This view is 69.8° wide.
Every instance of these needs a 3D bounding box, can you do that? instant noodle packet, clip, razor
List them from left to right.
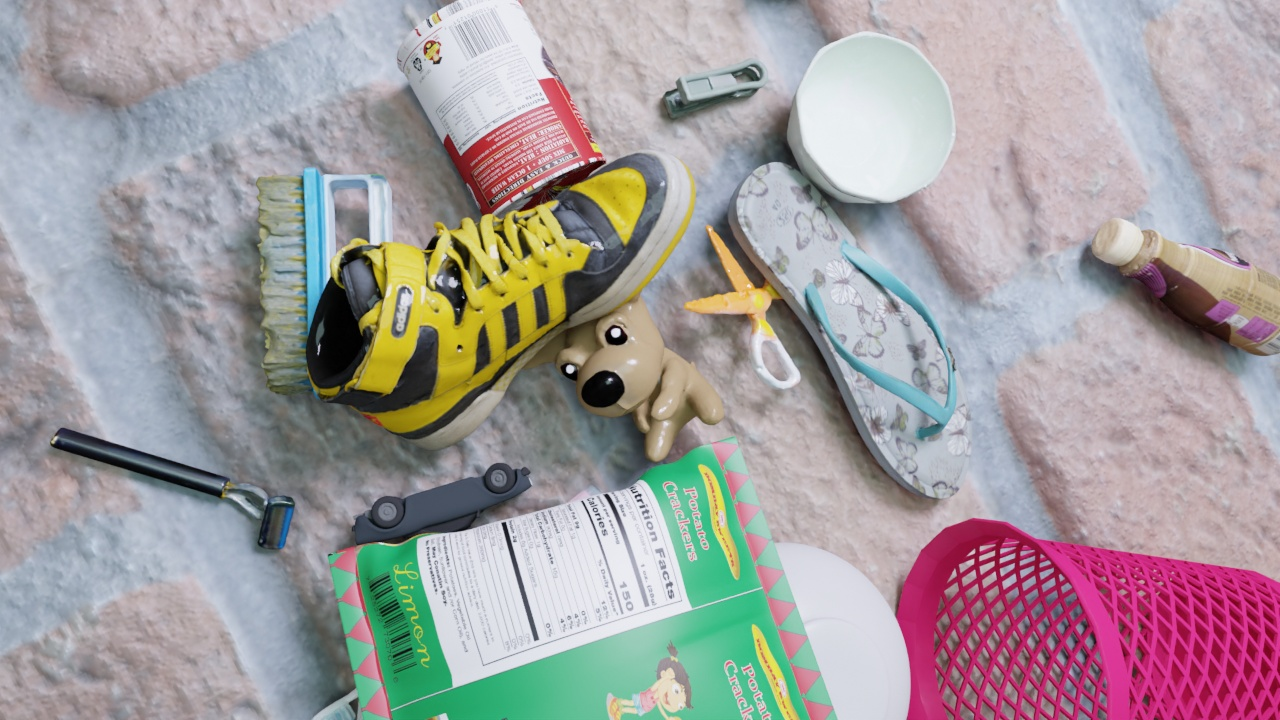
[{"bbox_3d":[-0.276,0.069,0.548,0.144,0.022,0.043,23,120,-6],"label":"razor"},{"bbox_3d":[-0.029,0.168,0.523,0.252,0.090,0.195,-15,73,-12],"label":"instant noodle packet"},{"bbox_3d":[0.056,-0.192,0.633,0.078,0.050,0.023,-21,92,-6],"label":"clip"}]

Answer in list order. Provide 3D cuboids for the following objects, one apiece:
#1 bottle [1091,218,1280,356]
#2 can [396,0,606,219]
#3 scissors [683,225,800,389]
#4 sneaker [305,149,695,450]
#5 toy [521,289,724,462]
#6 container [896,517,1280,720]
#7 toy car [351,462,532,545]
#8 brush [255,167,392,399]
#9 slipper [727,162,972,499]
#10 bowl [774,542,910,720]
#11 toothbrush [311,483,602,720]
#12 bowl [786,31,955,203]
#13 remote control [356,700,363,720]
[{"bbox_3d":[0.422,-0.060,0.698,0.166,0.060,0.059,23,80,-9],"label":"bottle"},{"bbox_3d":[-0.086,-0.155,0.575,0.086,0.087,0.116,-29,93,-14],"label":"can"},{"bbox_3d":[0.079,-0.033,0.619,0.125,0.011,0.128,-7,84,-36],"label":"scissors"},{"bbox_3d":[-0.086,-0.049,0.509,0.239,0.122,0.086,-43,58,12],"label":"sneaker"},{"bbox_3d":[-0.003,0.003,0.575,0.108,0.105,0.134,41,120,-20],"label":"toy"},{"bbox_3d":[0.318,0.200,0.603,0.225,0.183,0.183,5,84,-20],"label":"container"},{"bbox_3d":[-0.121,0.091,0.567,0.112,0.046,0.034,-16,84,-12],"label":"toy car"},{"bbox_3d":[-0.189,-0.044,0.558,0.075,0.055,0.136,-2,86,-8],"label":"brush"},{"bbox_3d":[0.163,-0.025,0.627,0.098,0.055,0.269,-40,99,-28],"label":"slipper"},{"bbox_3d":[0.105,0.207,0.588,0.176,0.066,0.176,3,80,-19],"label":"bowl"},{"bbox_3d":[-0.109,0.156,0.575,0.222,0.027,0.026,-38,74,-12],"label":"toothbrush"},{"bbox_3d":[0.153,-0.161,0.643,0.117,0.061,0.117,1,84,-13],"label":"bowl"},{"bbox_3d":[-0.102,0.206,0.550,0.131,0.012,0.033,4,64,-11],"label":"remote control"}]
